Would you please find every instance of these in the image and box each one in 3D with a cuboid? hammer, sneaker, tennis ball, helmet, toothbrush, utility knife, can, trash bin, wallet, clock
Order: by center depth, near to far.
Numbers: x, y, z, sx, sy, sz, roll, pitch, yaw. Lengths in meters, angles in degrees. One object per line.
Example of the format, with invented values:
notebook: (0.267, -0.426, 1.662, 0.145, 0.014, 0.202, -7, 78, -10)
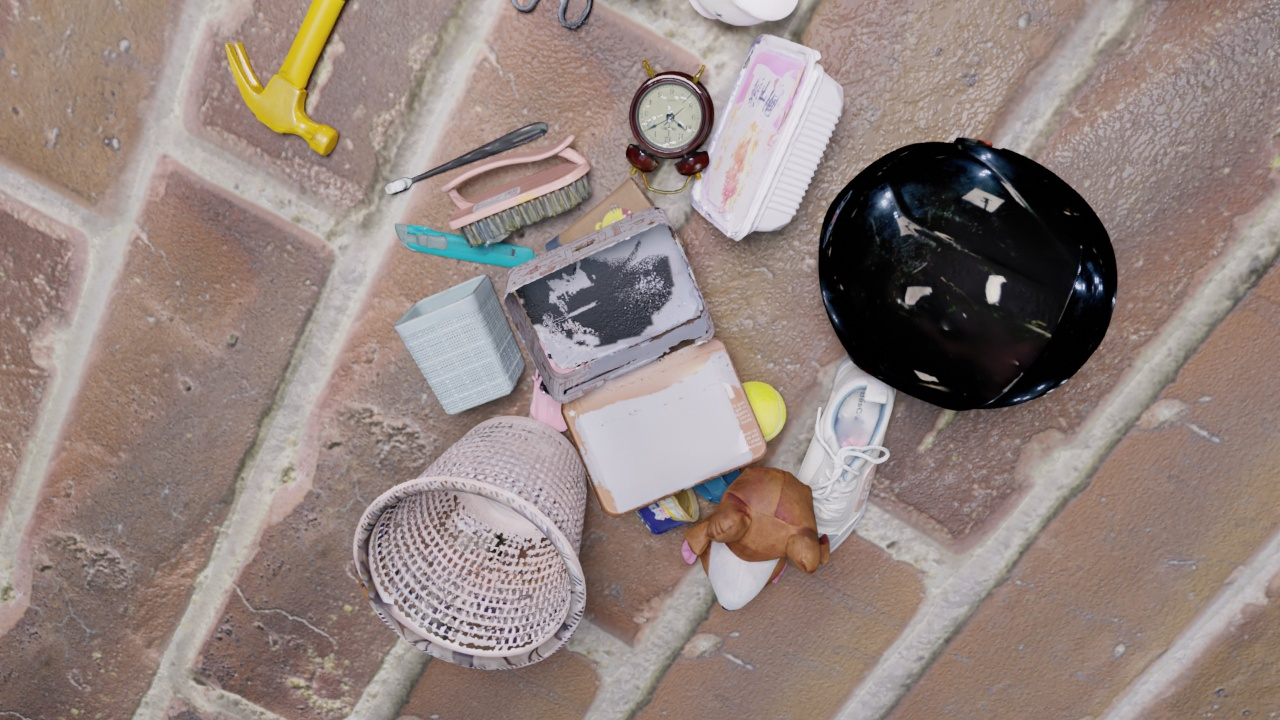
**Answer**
helmet: (0.278, -0.076, 0.817, 0.275, 0.229, 0.234, 29, 108, 17)
clock: (0.028, -0.220, 0.872, 0.082, 0.055, 0.122, 6, 106, 3)
hammer: (-0.293, -0.353, 0.874, 0.129, 0.032, 0.301, 33, 109, -7)
toothbrush: (-0.176, -0.202, 0.921, 0.181, 0.018, 0.015, -19, 102, 10)
wallet: (-0.026, -0.116, 0.927, 0.115, 0.033, 0.090, -37, 100, 12)
trash bin: (-0.147, 0.165, 0.937, 0.227, 0.191, 0.228, 5, 117, 9)
sneaker: (0.208, 0.116, 0.949, 0.089, 0.090, 0.243, 16, 110, 1)
tennis ball: (0.118, 0.054, 0.950, 0.065, 0.065, 0.065, 2, 108, 5)
utility knife: (-0.183, -0.118, 0.951, 0.151, 0.013, 0.029, 10, 111, 3)
can: (0.007, 0.116, 0.978, 0.049, 0.074, 0.148, -26, 105, 17)

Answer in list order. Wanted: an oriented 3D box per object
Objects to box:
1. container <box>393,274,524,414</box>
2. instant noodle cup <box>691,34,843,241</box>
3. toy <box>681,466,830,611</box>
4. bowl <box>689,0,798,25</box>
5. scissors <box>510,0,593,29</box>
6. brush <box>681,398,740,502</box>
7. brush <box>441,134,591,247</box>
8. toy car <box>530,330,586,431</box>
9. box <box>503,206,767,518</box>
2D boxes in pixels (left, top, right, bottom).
container: (-0.180, -0.015, 0.947, 0.090, 0.090, 0.111, -21, 108, 12)
instant noodle cup: (0.119, -0.199, 0.840, 0.060, 0.138, 0.174, 16, 110, -24)
toy: (0.112, 0.191, 0.937, 0.140, 0.200, 0.130, 22, 67, -2)
bowl: (0.078, -0.343, 0.815, 0.118, 0.118, 0.065, 54, 145, -12)
scissors: (-0.071, -0.397, 0.846, 0.156, 0.014, 0.168, -18, 105, 10)
brush: (0.059, 0.090, 0.964, 0.055, 0.073, 0.144, -29, 103, 7)
brush: (-0.119, -0.169, 0.901, 0.146, 0.063, 0.073, -19, 116, 11)
toy car: (-0.086, 0.021, 0.976, 0.056, 0.037, 0.122, 10, 110, 4)
box: (-0.004, 0.007, 0.897, 0.179, 0.105, 0.260, -24, 111, 5)
